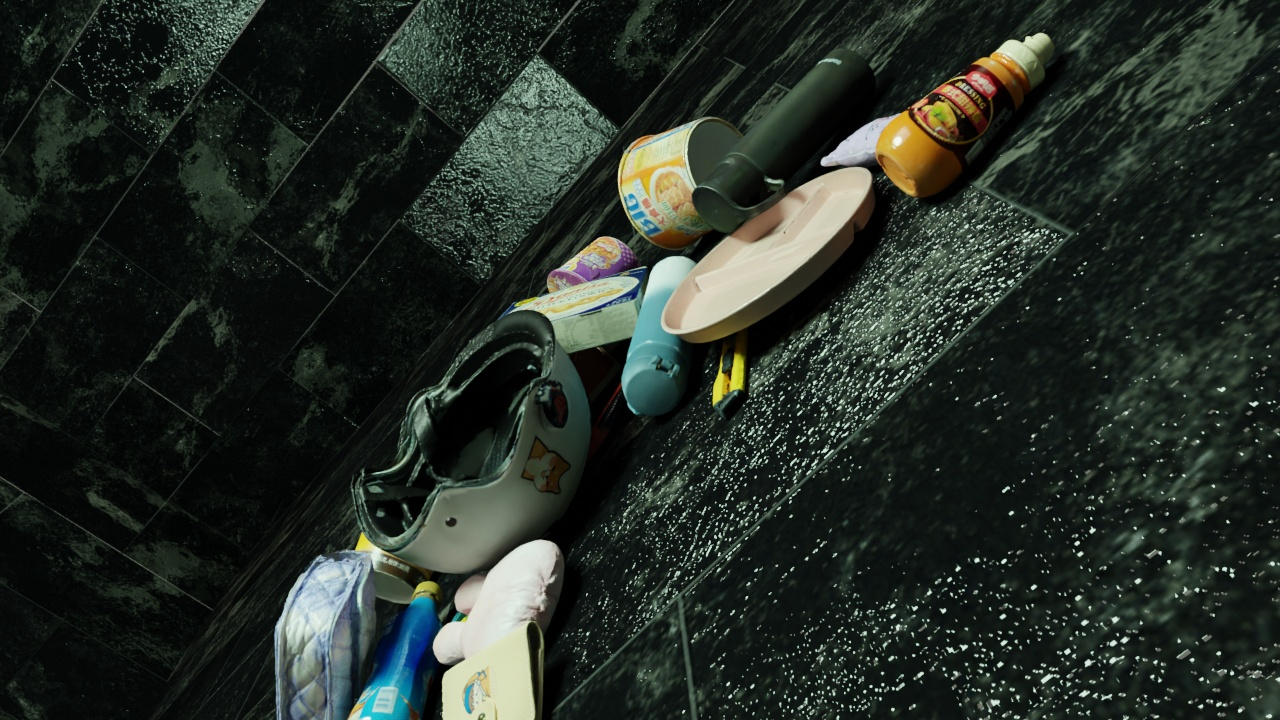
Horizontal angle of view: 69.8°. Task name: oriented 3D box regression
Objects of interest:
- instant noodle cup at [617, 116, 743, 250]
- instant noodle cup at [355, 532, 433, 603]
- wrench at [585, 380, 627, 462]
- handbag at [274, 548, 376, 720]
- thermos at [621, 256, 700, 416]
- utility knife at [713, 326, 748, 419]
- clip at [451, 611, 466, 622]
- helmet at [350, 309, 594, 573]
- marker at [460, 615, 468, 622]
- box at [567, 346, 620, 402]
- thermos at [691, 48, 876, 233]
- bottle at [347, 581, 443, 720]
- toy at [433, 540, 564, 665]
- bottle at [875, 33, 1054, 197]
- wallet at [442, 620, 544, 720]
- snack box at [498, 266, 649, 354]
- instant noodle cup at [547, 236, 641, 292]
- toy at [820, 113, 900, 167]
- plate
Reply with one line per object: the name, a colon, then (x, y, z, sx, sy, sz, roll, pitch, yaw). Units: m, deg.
instant noodle cup: (0.065, -0.221, 1.122, 0.112, 0.151, 0.151, -14, 39, 51)
instant noodle cup: (-0.297, 0.229, 1.137, 0.119, 0.118, 0.114, -33, 31, 47)
wrench: (-0.006, 0.006, 1.018, 0.056, 0.016, 0.272, -37, 20, 48)
handbag: (-0.297, 0.298, 0.886, 0.134, 0.075, 0.194, -91, 7, -69)
thermos: (0.024, -0.028, 0.924, 0.070, 0.070, 0.219, -41, 19, 30)
utility knife: (0.080, -0.006, 0.812, 0.033, 0.015, 0.180, -39, 19, 27)
clip: (-0.171, 0.251, 0.907, 0.057, 0.047, 0.014, -56, 18, 2)
helmet: (-0.141, 0.098, 0.914, 0.231, 0.157, 0.273, -7, 43, 47)
marker: (-0.148, 0.238, 0.877, 0.124, 0.018, 0.015, -45, 22, 15)
box: (-0.093, 0.003, 1.151, 0.091, 0.075, 0.168, -49, 15, -1)
thermos: (0.160, -0.226, 0.953, 0.090, 0.068, 0.242, 23, 61, 40)
bottle: (-0.227, 0.292, 0.882, 0.065, 0.065, 0.218, -45, 16, 17)
toy: (-0.122, 0.213, 0.789, 0.160, 0.054, 0.121, -25, 33, 47)
bottle: (0.251, -0.191, 0.696, 0.149, 0.067, 0.066, -42, 17, 5)
wallet: (-0.113, 0.256, 0.686, 0.115, 0.024, 0.087, -37, 46, 32)
snack box: (-0.079, -0.050, 1.071, 0.178, 0.046, 0.182, -14, 16, 8)
instant noodle cup: (-0.058, -0.112, 1.275, 0.099, 0.111, 0.112, -50, 14, -27)
toy: (0.222, -0.200, 0.826, 0.083, 0.039, 0.108, -31, 10, -13)
plate: (0.116, -0.093, 0.833, 0.230, 0.028, 0.229, -36, 17, 12)
